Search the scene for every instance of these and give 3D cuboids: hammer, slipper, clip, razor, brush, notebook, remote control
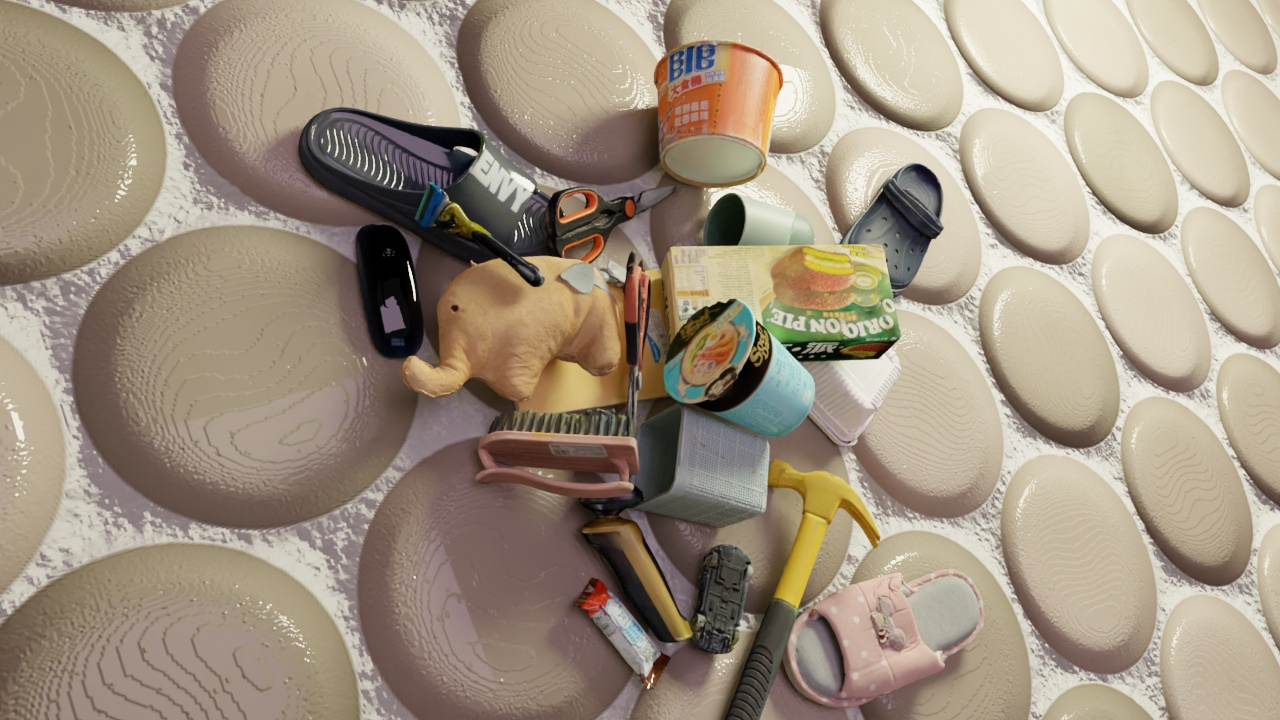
[{"bbox_3d":[0.141,0.241,0.897,0.129,0.033,0.300,19,62,16],"label":"hammer"},{"bbox_3d":[-0.190,-0.173,0.882,0.268,0.084,0.110,22,62,-18],"label":"slipper"},{"bbox_3d":[-0.019,-0.084,0.967,0.057,0.028,0.024,22,60,-28],"label":"clip"},{"bbox_3d":[-0.001,0.185,0.848,0.067,0.062,0.167,-29,88,-2],"label":"razor"},{"bbox_3d":[-0.075,0.084,0.822,0.146,0.063,0.073,3,60,5],"label":"brush"},{"bbox_3d":[0.265,0.281,0.952,0.273,0.055,0.114,-7,73,-30],"label":"slipper"},{"bbox_3d":[-0.047,-0.021,0.938,0.205,0.010,0.145,-8,73,-31],"label":"notebook"},{"bbox_3d":[-0.142,-0.110,0.838,0.143,0.043,0.022,34,29,12],"label":"razor"},{"bbox_3d":[0.338,-0.173,1.167,0.105,0.095,0.252,41,52,-4],"label":"slipper"},{"bbox_3d":[-0.231,-0.069,0.848,0.053,0.024,0.136,-5,72,-30],"label":"remote control"}]

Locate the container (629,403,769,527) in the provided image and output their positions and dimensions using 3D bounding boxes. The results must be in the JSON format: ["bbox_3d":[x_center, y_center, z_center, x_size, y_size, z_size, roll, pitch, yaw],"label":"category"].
[{"bbox_3d":[0.060,0.109,0.895,0.111,0.090,0.089,21,61,-23],"label":"container"}]

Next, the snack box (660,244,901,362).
[{"bbox_3d":[0.145,-0.060,0.972,0.240,0.063,0.114,-2,68,-9],"label":"snack box"}]

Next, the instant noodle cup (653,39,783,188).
[{"bbox_3d":[0.085,-0.272,1.042,0.151,0.152,0.111,12,72,-24],"label":"instant noodle cup"}]

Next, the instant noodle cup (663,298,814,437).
[{"bbox_3d":[0.102,0.017,0.880,0.120,0.111,0.111,34,55,-34],"label":"instant noodle cup"}]

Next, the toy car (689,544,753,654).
[{"bbox_3d":[0.076,0.229,0.884,0.049,0.031,0.105,26,61,-17],"label":"toy car"}]

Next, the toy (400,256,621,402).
[{"bbox_3d":[-0.124,-0.030,0.844,0.225,0.083,0.143,-17,65,-30],"label":"toy"}]

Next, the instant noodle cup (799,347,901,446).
[{"bbox_3d":[0.223,-0.005,1.050,0.173,0.060,0.137,47,55,-5],"label":"instant noodle cup"}]

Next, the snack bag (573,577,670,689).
[{"bbox_3d":[-0.016,0.245,0.829,0.104,0.026,0.048,50,32,-3],"label":"snack bag"}]

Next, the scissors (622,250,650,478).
[{"bbox_3d":[-0.007,-0.002,0.896,0.015,0.214,0.196,2,32,7],"label":"scissors"}]

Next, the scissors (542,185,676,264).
[{"bbox_3d":[-0.025,-0.147,0.989,0.234,0.022,0.125,-4,100,-55],"label":"scissors"}]

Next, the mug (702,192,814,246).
[{"bbox_3d":[0.132,-0.145,1.052,0.106,0.082,0.111,10,30,-29],"label":"mug"}]
